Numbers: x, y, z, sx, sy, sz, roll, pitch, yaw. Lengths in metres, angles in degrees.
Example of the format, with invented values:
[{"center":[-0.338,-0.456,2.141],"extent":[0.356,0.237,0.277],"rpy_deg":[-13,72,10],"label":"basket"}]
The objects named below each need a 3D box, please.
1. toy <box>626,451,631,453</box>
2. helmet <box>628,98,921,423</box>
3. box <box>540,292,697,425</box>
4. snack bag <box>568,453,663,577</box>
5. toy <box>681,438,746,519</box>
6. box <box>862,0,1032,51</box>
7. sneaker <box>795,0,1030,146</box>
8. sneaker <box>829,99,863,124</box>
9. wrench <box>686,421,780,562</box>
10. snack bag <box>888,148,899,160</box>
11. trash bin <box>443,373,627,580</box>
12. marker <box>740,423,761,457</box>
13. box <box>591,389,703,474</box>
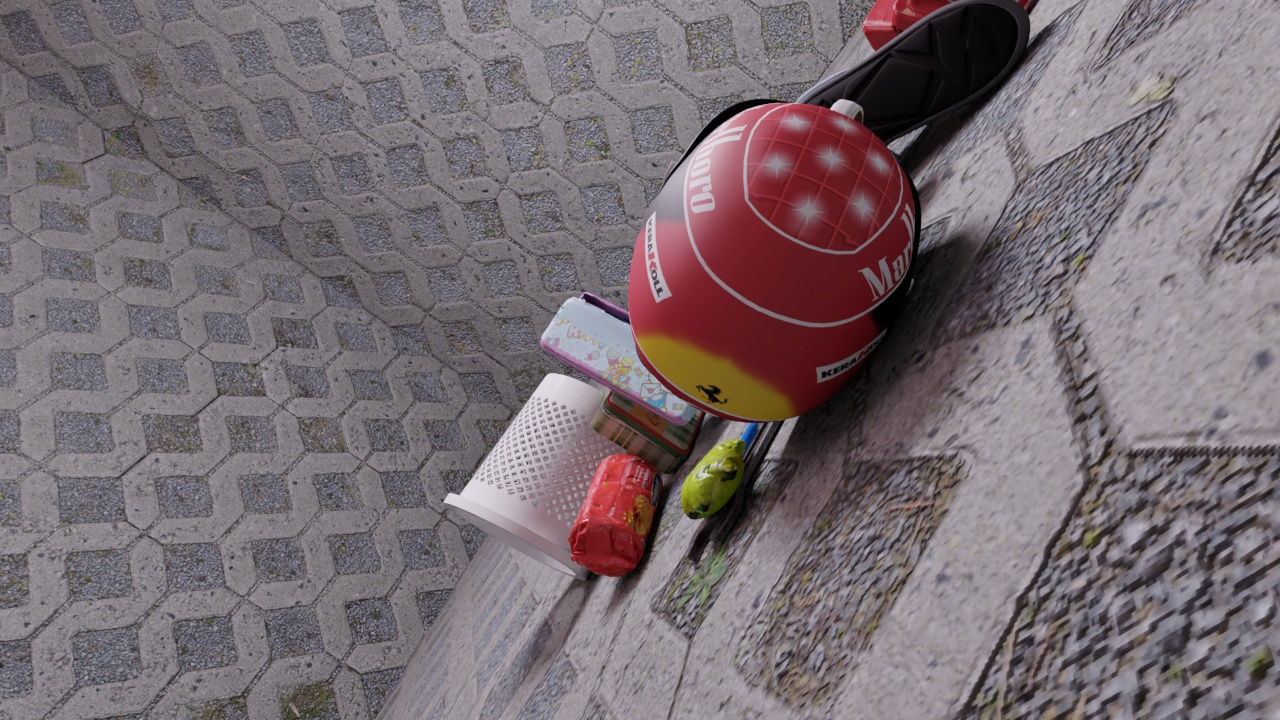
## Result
[{"center":[0.009,0.103,1.232],"extent":[0.117,0.043,0.092],"rpy_deg":[-50,-9,-35],"label":"toy"},{"center":[0.102,-0.084,0.691],"extent":[0.270,0.197,0.225],"rpy_deg":[-63,-1,-34],"label":"helmet"},{"center":[-0.007,0.006,1.038],"extent":[0.092,0.214,0.089],"rpy_deg":[-53,-29,-16],"label":"box"},{"center":[-0.024,0.157,0.971],"extent":[0.082,0.082,0.176],"rpy_deg":[-52,6,25],"label":"snack bag"},{"center":[0.060,0.094,0.744],"extent":[0.093,0.036,0.094],"rpy_deg":[-50,-1,-45],"label":"toy"},{"center":[0.339,-0.383,1.002],"extent":[0.157,0.152,0.165],"rpy_deg":[-56,-11,-5],"label":"box"},{"center":[0.284,-0.287,0.935],"extent":[0.257,0.093,0.160],"rpy_deg":[-25,8,43],"label":"sneaker"},{"center":[0.120,-0.138,0.927],"extent":[0.120,0.127,0.295],"rpy_deg":[-37,-24,-57],"label":"sneaker"},{"center":[0.112,0.054,0.788],"extent":[0.272,0.010,0.070],"rpy_deg":[-57,6,-25],"label":"wrench"},{"center":[0.227,-0.155,0.927],"extent":[0.078,0.041,0.224],"rpy_deg":[-55,6,30],"label":"snack bag"},{"center":[-0.107,0.136,1.136],"extent":[0.199,0.195,0.196],"rpy_deg":[-62,7,-18],"label":"trash bin"},{"center":[0.110,0.048,0.833],"extent":[0.141,0.013,0.013],"rpy_deg":[-57,5,-23],"label":"marker"},{"center":[0.023,0.041,1.112],"extent":[0.050,0.117,0.205],"rpy_deg":[-57,1,34],"label":"box"}]
